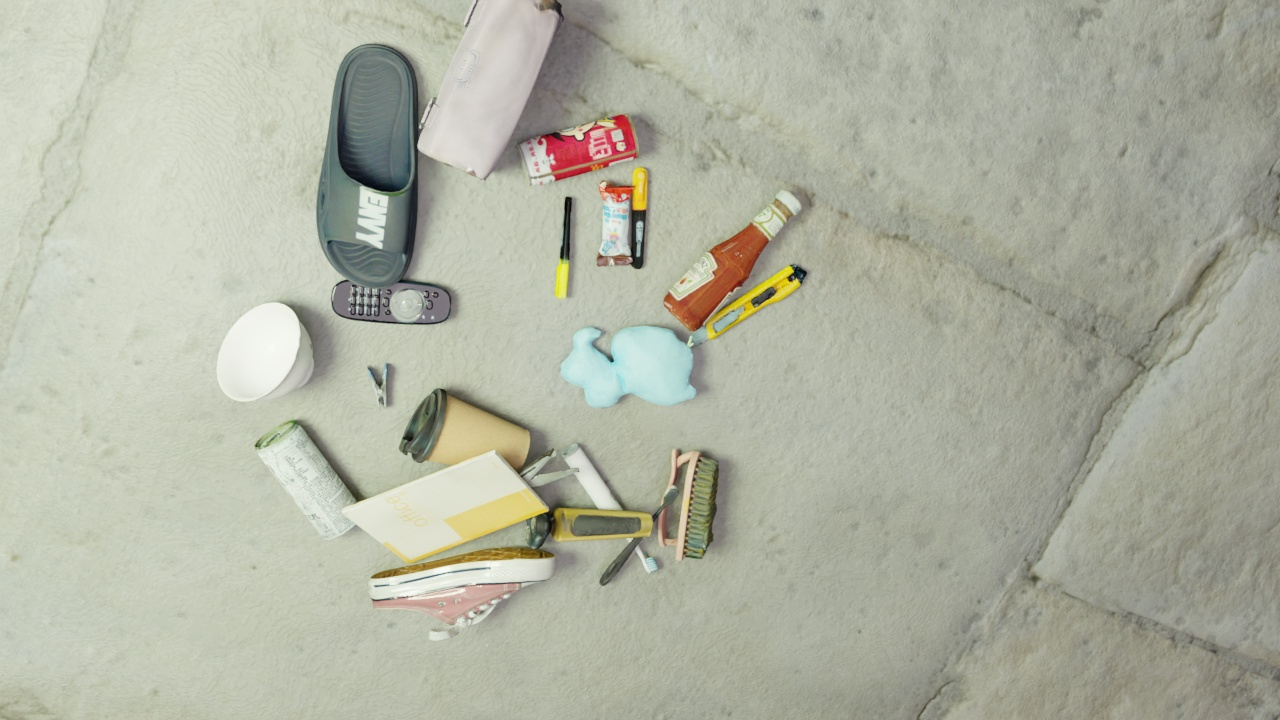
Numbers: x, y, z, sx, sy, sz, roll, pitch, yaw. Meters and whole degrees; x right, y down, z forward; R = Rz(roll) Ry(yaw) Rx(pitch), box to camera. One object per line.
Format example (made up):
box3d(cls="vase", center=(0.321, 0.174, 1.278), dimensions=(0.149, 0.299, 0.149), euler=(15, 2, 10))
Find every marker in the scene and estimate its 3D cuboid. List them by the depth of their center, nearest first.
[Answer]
box3d(cls="marker", center=(-0.092, -0.135, 1.104), dimensions=(0.015, 0.018, 0.124), euler=(0, 107, -17))
box3d(cls="marker", center=(-0.002, -0.171, 1.113), dimensions=(0.018, 0.015, 0.124), euler=(0, 109, -7))

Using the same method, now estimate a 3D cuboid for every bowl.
box3d(cls="bowl", center=(-0.416, 0.000, 1.050), dimensions=(0.118, 0.118, 0.064), euler=(-42, 149, 3))

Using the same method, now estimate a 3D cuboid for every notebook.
box3d(cls="notebook", center=(-0.235, 0.183, 1.124), dimensions=(0.206, 0.010, 0.146), euler=(-21, 137, 10))

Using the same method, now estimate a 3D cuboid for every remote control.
box3d(cls="remote control", center=(-0.293, -0.070, 1.081), dimensions=(0.136, 0.024, 0.053), euler=(3, 100, -13))

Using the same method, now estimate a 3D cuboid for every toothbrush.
box3d(cls="toothbrush", center=(-0.003, 0.234, 1.213), dimensions=(0.015, 0.018, 0.181), euler=(30, 109, -15))
box3d(cls="toothbrush", center=(-0.037, 0.202, 1.218), dimensions=(0.026, 0.026, 0.221), euler=(-26, 111, 15))

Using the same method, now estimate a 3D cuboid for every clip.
box3d(cls="clip", center=(-0.316, 0.033, 1.110), dimensions=(0.044, 0.027, 0.058), euler=(-9, 113, -16))

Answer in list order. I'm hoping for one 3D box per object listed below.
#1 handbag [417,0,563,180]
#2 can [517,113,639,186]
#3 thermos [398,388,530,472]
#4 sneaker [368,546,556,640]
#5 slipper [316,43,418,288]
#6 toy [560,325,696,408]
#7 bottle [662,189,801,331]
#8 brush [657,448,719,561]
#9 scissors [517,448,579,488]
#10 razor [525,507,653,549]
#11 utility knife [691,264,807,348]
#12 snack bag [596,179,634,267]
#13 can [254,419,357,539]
box3d(cls="handbag", center=(-0.159, -0.297, 0.972), dimensions=(0.098, 0.145, 0.197), euler=(24, 100, -20))
box3d(cls="can", center=(-0.072, -0.242, 1.055), dimensions=(0.132, 0.053, 0.053), euler=(-16, 110, -6))
box3d(cls="thermos", center=(-0.212, 0.093, 1.120), dimensions=(0.143, 0.093, 0.093), euler=(21, 102, -25))
box3d(cls="sneaker", center=(-0.222, 0.296, 1.170), dimensions=(0.241, 0.118, 0.088), euler=(-9, 91, -2))
box3d(cls="slipper", center=(-0.298, -0.209, 1.004), dimensions=(0.110, 0.083, 0.268), euler=(4, 103, -13))
box3d(cls="toy", center=(-0.007, 0.007, 1.151), dimensions=(0.156, 0.049, 0.161), euler=(-39, 103, 10))
box3d(cls="bottle", center=(0.115, -0.125, 1.129), dimensions=(0.060, 0.059, 0.206), euler=(42, 95, -20))
box3d(cls="brush", center=(0.064, 0.189, 1.219), dimensions=(0.073, 0.063, 0.146), euler=(10, 106, 17))
box3d(cls="scissors", center=(-0.188, 0.167, 1.138), dimensions=(0.224, 0.015, 0.189), euler=(3, 135, -14))
box3d(cls="razor", center=(-0.067, 0.212, 1.181), dimensions=(0.167, 0.067, 0.062), euler=(-1, 81, 4))
box3d(cls="utility knife", center=(0.138, -0.068, 1.173), dimensions=(0.177, 0.015, 0.033), euler=(-34, 108, 1))
box3d(cls="snack bag", center=(-0.030, -0.164, 1.103), dimensions=(0.045, 0.026, 0.105), euler=(-3, 110, -14))
box3d(cls="can", center=(-0.399, 0.145, 1.110), dimensions=(0.058, 0.058, 0.147), euler=(-30, 111, -1))
